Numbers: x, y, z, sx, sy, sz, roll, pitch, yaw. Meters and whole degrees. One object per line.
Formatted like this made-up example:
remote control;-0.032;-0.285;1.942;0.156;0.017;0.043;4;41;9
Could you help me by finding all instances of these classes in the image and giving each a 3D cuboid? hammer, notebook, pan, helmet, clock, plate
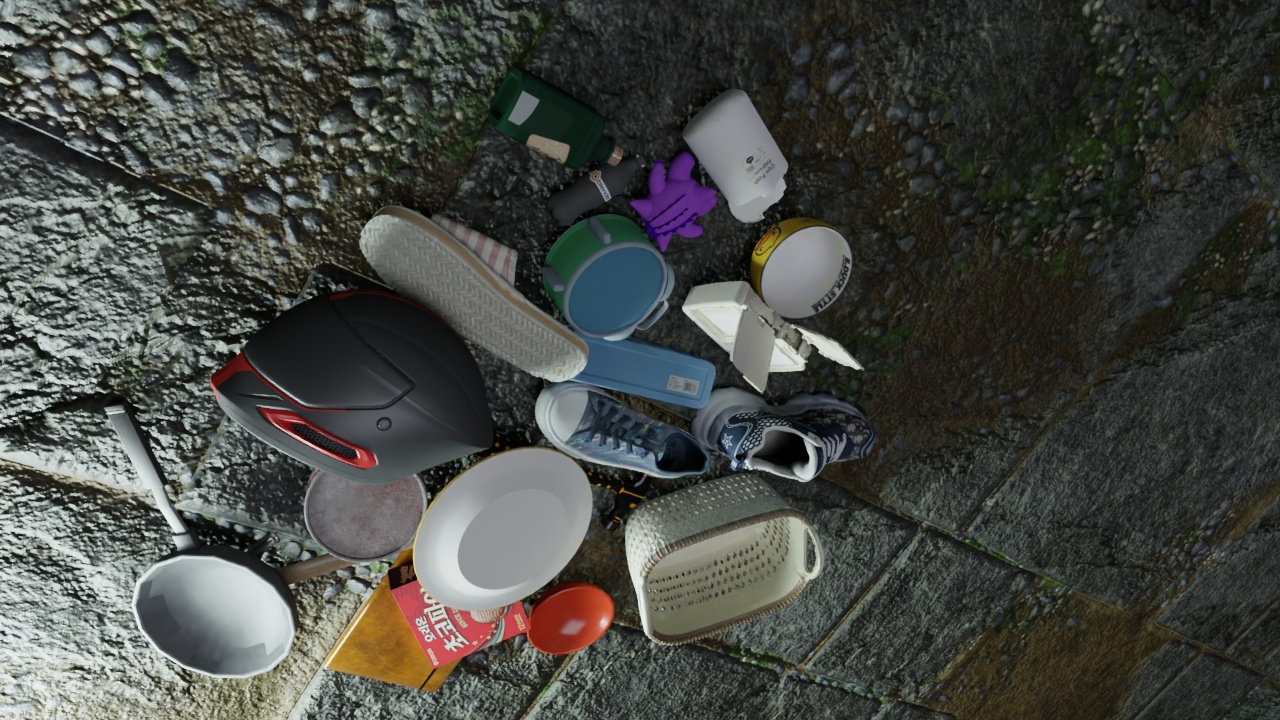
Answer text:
hammer;-0.303;0.220;1.077;0.331;0.030;0.119;-15;121;-7
notebook;-0.262;0.322;1.178;0.178;0.014;0.250;27;107;-32
pan;-0.483;0.196;0.985;0.179;0.041;0.358;-9;116;6
helmet;-0.258;0.019;0.901;0.264;0.164;0.170;32;94;-25
clock;-0.028;-0.083;0.991;0.122;0.075;0.161;-44;139;9
hammer;-0.119;0.118;1.101;0.320;0.036;0.123;24;105;-34
plate;-0.153;0.205;1.079;0.229;0.021;0.230;-17;125;-27

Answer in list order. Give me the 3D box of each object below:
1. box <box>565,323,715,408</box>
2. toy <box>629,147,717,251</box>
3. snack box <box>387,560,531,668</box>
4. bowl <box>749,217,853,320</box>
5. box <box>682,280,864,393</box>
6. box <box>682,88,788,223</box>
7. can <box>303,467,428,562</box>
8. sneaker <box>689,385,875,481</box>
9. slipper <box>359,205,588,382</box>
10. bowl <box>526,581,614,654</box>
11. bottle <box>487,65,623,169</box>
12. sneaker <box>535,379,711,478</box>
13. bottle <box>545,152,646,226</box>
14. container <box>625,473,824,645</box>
box;-0.008;0.005;1.085;0.209;0.049;0.066;14;95;-31
toy;0.037;-0.165;0.972;0.088;0.056;0.106;-37;126;1
snack box;-0.223;0.300;1.147;0.132;0.036;0.152;-20;125;-9
bowl;0.176;-0.113;1.054;0.117;0.067;0.117;-10;123;-16
box;0.133;-0.015;1.027;0.145;0.186;0.095;38;86;-30
box;0.111;-0.207;0.971;0.084;0.112;0.162;-39;113;-1
can;-0.304;0.156;1.019;0.130;0.044;0.130;-4;105;-16
sneaker;0.202;0.109;1.162;0.269;0.132;0.103;8;115;-27
slipper;-0.159;-0.071;0.933;0.263;0.052;0.115;37;136;-23
bowl;-0.098;0.342;1.244;0.122;0.035;0.122;-10;123;-16
bottle;-0.075;-0.225;0.887;0.131;0.061;0.061;22;107;-31
sneaker;-0.015;0.093;1.084;0.235;0.079;0.087;24;86;-32
bottle;-0.044;-0.179;0.943;0.110;0.036;0.036;-32;126;-1
container;0.097;0.254;1.203;0.246;0.143;0.185;-14;124;-14
